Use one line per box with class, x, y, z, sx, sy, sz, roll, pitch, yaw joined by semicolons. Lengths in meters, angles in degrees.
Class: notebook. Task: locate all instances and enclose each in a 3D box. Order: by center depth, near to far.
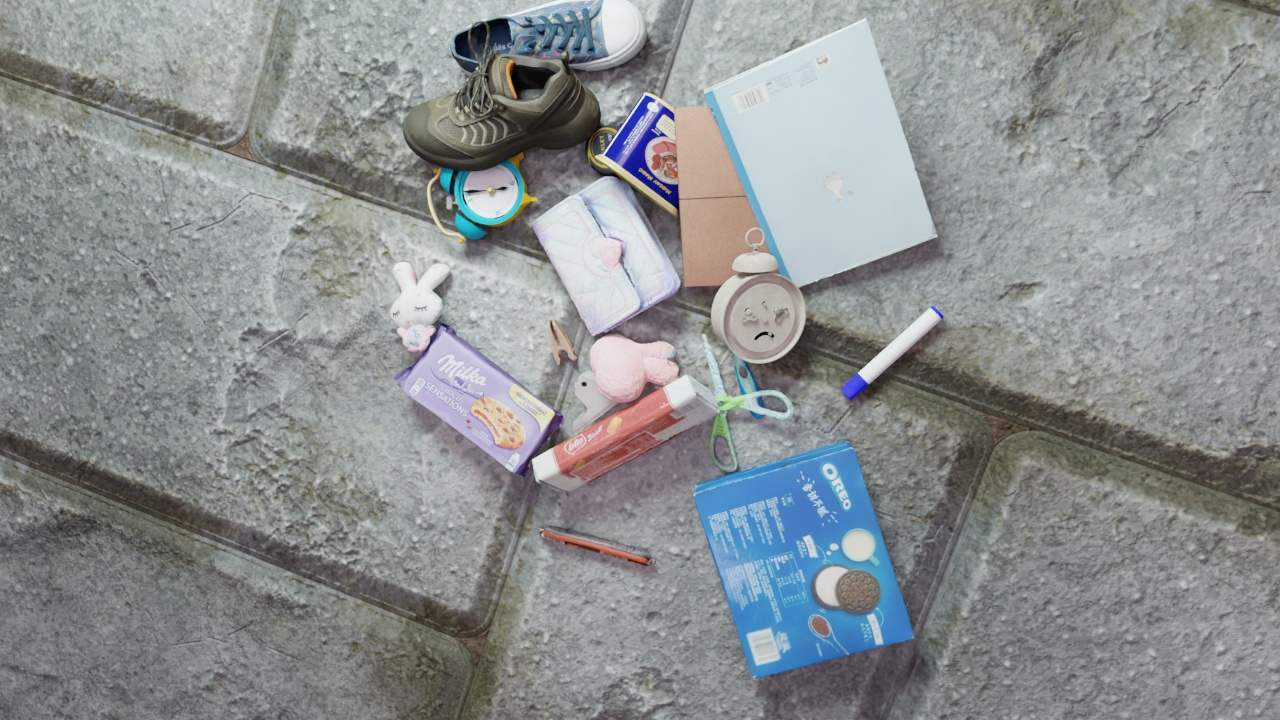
notebook;0.199;-0.213;1.001;0.181;0.009;0.253;-20;115;16
notebook;0.114;-0.184;1.037;0.141;0.008;0.209;-2;118;6

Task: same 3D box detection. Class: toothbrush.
toothbrush;0.120;0.007;1.096;0.022;0.017;0.135;-20;95;8

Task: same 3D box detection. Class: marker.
marker;0.291;-0.008;1.062;0.142;0.020;0.020;-44;87;10

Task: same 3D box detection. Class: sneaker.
sneaker;-0.174;-0.296;1.037;0.238;0.143;0.101;-7;63;10
sneaker;-0.112;-0.380;1.065;0.236;0.079;0.087;-5;95;10

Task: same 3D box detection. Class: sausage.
sausage;-0.055;0.229;1.142;0.155;0.020;0.020;13;97;8

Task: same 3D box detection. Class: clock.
clock;0.130;-0.074;1.048;0.103;0.061;0.157;-9;109;-18
clock;-0.194;-0.202;1.115;0.130;0.043;0.099;-18;92;3

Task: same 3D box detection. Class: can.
can;0.022;-0.235;1.046;0.116;0.056;0.092;31;99;-34

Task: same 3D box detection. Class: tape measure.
tape measure;-0.034;-0.248;1.087;0.061;0.034;0.062;-3;94;7

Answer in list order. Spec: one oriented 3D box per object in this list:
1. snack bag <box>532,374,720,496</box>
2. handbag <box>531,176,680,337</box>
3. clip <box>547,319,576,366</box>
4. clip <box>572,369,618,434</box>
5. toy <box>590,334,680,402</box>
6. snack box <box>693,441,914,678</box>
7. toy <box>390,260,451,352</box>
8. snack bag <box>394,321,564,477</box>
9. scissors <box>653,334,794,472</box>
snack bag;-0.018;0.091;1.086;0.226;0.077;0.041;-28;59;17
handbag;-0.041;-0.123;1.085;0.127;0.069;0.158;-28;93;12
clip;-0.095;-0.021;1.124;0.052;0.026;0.059;20;99;5
clip;-0.056;0.039;1.129;0.102;0.045;0.055;-37;96;10
toy;-0.006;0.006;1.082;0.105;0.108;0.053;-6;128;-4
snack box;0.190;0.234;1.084;0.196;0.056;0.239;-18;91;10
toy;-0.274;-0.068;1.129;0.079;0.038;0.122;-7;71;16
snack bag;-0.196;0.047;1.130;0.205;0.058;0.096;37;95;8
scissors;0.102;0.050;1.096;0.173;0.023;0.171;-9;101;24
